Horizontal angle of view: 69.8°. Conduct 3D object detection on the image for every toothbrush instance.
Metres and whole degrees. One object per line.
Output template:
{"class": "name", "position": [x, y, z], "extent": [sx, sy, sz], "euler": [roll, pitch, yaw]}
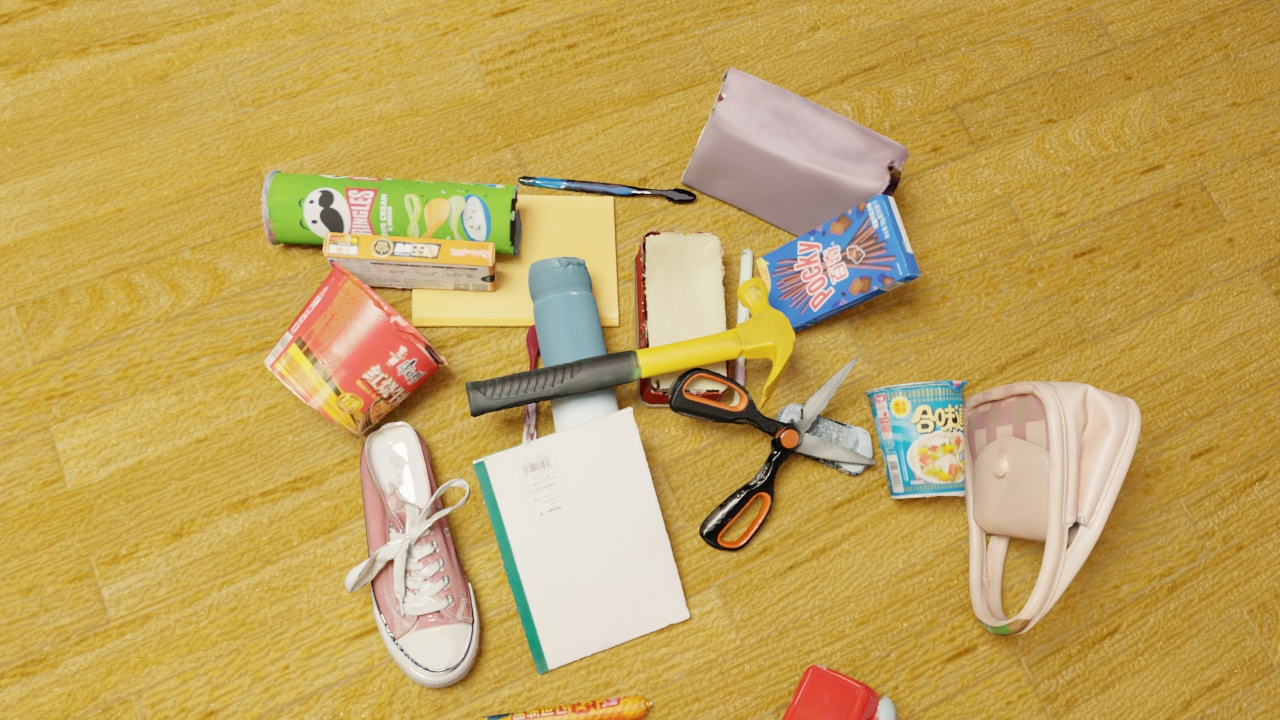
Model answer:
{"class": "toothbrush", "position": [0.103, -0.029, 0.942], "extent": [0.020, 0.029, 0.189], "euler": [27, 63, -45]}
{"class": "toothbrush", "position": [-0.107, 0.057, 0.887], "extent": [0.016, 0.017, 0.187], "euler": [3, 75, -11]}
{"class": "toothbrush", "position": [-0.035, -0.181, 0.971], "extent": [0.189, 0.016, 0.014], "euler": [4, 82, -5]}

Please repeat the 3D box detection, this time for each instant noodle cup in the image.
{"class": "instant noodle cup", "position": [0.276, 0.080, 0.901], "extent": [0.099, 0.099, 0.110], "euler": [-2, 82, -10]}
{"class": "instant noodle cup", "position": [-0.260, -0.005, 0.825], "extent": [0.138, 0.138, 0.108], "euler": [41, 80, 4]}

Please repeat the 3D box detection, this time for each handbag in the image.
{"class": "handbag", "position": [0.357, 0.139, 0.852], "extent": [0.093, 0.193, 0.234], "euler": [12, 82, -3]}
{"class": "handbag", "position": [0.155, -0.206, 0.936], "extent": [0.197, 0.145, 0.098], "euler": [24, 74, -2]}

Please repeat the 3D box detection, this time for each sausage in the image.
{"class": "sausage", "position": [-0.069, 0.316, 0.811], "extent": [0.165, 0.021, 0.021], "euler": [-5, 74, -10]}

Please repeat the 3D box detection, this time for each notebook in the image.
{"class": "notebook", "position": [-0.050, 0.162, 0.820], "extent": [0.150, 0.012, 0.209], "euler": [-18, 102, -14]}
{"class": "notebook", "position": [-0.126, -0.103, 0.933], "extent": [0.206, 0.010, 0.145], "euler": [-1, 74, -9]}

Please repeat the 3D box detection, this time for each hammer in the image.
{"class": "hammer", "position": [-0.005, 0.005, 0.820], "extent": [0.300, 0.033, 0.128], "euler": [-12, 52, -9]}

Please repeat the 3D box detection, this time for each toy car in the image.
{"class": "toy car", "position": [0.185, 0.079, 0.917], "extent": [0.105, 0.031, 0.048], "euler": [21, 74, -4]}

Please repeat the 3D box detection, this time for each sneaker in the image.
{"class": "sneaker", "position": [-0.199, 0.164, 0.801], "extent": [0.118, 0.088, 0.241], "euler": [-12, 75, -12]}

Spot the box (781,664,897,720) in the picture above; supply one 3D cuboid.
{"class": "box", "position": [0.165, 0.386, 0.810], "extent": [0.100, 0.095, 0.201], "euler": [43, 68, -35]}

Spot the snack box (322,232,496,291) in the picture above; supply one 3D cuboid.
{"class": "snack box", "position": [-0.215, -0.092, 0.871], "extent": [0.153, 0.075, 0.026], "euler": [3, 74, -6]}

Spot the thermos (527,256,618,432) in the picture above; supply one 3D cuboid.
{"class": "thermos", "position": [-0.061, 0.007, 0.875], "extent": [0.070, 0.070, 0.220], "euler": [-10, 79, -12]}

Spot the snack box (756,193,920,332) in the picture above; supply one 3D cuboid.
{"class": "snack box", "position": [0.191, -0.092, 0.909], "extent": [0.026, 0.158, 0.084], "euler": [-1, 71, -46]}

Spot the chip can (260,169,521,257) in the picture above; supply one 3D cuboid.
{"class": "chip can", "position": [-0.235, -0.141, 0.886], "extent": [0.236, 0.072, 0.072], "euler": [3, 73, -4]}

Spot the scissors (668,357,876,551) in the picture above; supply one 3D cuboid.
{"class": "scissors", "position": [0.120, 0.076, 0.876], "extent": [0.221, 0.022, 0.233], "euler": [36, 89, -17]}

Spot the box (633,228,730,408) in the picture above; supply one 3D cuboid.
{"class": "box", "position": [0.043, -0.043, 0.906], "extent": [0.091, 0.078, 0.168], "euler": [1, 74, -9]}
